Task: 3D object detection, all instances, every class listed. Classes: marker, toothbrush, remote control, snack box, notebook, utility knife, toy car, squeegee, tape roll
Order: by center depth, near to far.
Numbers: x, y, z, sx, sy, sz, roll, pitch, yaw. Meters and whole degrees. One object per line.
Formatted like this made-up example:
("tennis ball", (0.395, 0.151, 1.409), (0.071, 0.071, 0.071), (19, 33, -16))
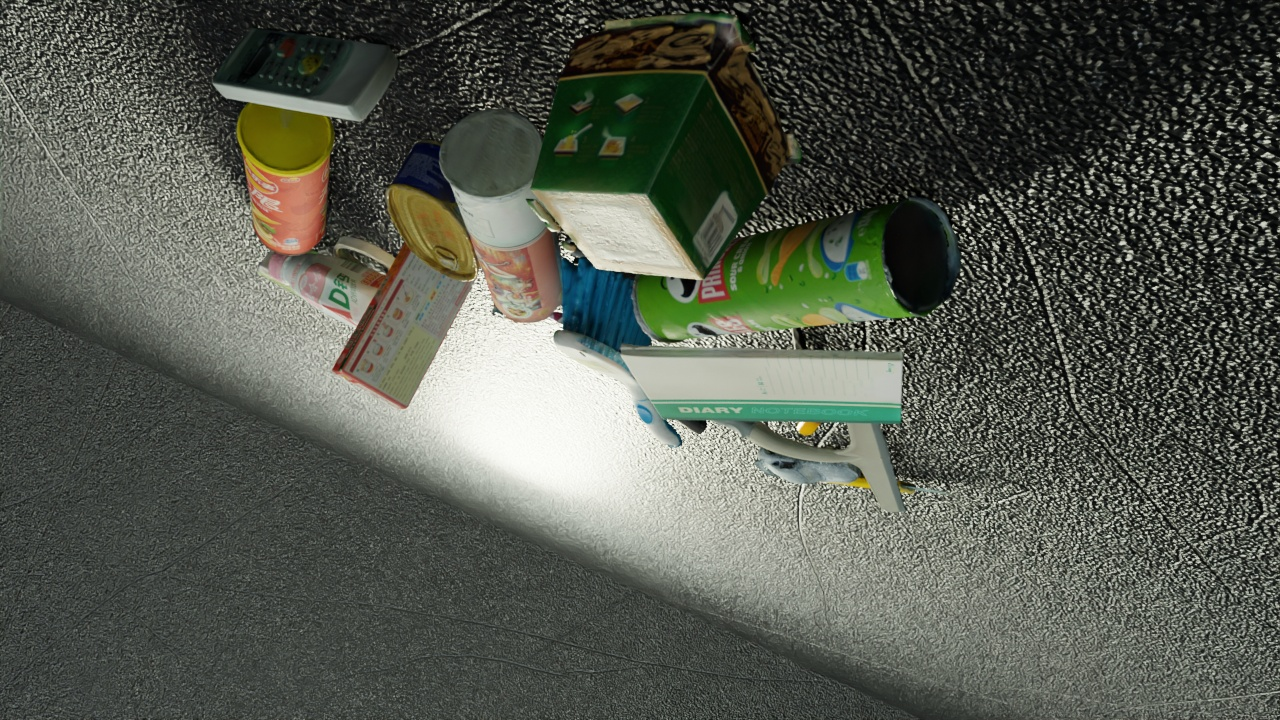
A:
("snack box", (0.010, -0.110, 0.515), (0.118, 0.105, 0.118), (9, 157, 35))
("remote control", (-0.233, -0.200, 0.635), (0.135, 0.056, 0.019), (16, 159, 24))
("notebook", (0.102, 0.022, 0.738), (0.209, 0.012, 0.150), (1, 158, 16))
("toothbrush", (0.130, -0.015, 0.758), (0.016, 0.018, 0.181), (8, 158, 20))
("marker", (0.170, 0.046, 0.871), (0.018, 0.015, 0.124), (25, 159, 6))
("snack box", (-0.227, -0.038, 0.896), (0.077, 0.155, 0.027), (37, 159, -33))
("squeegee", (0.123, 0.067, 0.905), (0.247, 0.039, 0.246), (19, 156, 33))
("toothbrush", (-0.077, -0.039, 0.928), (0.188, 0.017, 0.016), (13, 159, 30))
("utility knife", (0.246, 0.130, 0.997), (0.197, 0.015, 0.033), (2, 167, 45))
("toy car", (0.182, 0.114, 1.001), (0.121, 0.036, 0.054), (0, 149, 43))
("tape roll", (-0.295, -0.106, 1.009), (0.086, 0.013, 0.086), (21, 160, 8))
("marker", (0.021, 0.044, 1.027), (0.132, 0.020, 0.022), (34, 148, -25))

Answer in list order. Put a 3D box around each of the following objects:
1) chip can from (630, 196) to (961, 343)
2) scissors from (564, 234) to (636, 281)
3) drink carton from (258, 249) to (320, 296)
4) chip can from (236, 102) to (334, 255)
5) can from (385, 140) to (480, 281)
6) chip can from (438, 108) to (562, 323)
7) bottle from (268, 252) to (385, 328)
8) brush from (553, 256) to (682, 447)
("chip can", (0.092, -0.055, 0.616), (0.072, 0.072, 0.237), (36, 157, -30))
("scissors", (0.017, -0.070, 0.747), (0.174, 0.014, 0.140), (3, 152, 45))
("drink carton", (-0.379, -0.095, 1.077), (0.122, 0.053, 0.046), (31, 160, -16))
("chip can", (-0.313, -0.158, 0.812), (0.073, 0.073, 0.217), (29, 161, -13))
("can", (-0.163, -0.121, 0.766), (0.074, 0.049, 0.148), (21, 160, 8))
("chip can", (-0.099, -0.102, 0.714), (0.071, 0.071, 0.215), (21, 161, 8))
("bottle", (-0.315, -0.072, 1.003), (0.197, 0.068, 0.068), (22, 161, 13))
("brush", (-0.005, 0.005, 0.835), (0.061, 0.109, 0.314), (10, 170, 22))
